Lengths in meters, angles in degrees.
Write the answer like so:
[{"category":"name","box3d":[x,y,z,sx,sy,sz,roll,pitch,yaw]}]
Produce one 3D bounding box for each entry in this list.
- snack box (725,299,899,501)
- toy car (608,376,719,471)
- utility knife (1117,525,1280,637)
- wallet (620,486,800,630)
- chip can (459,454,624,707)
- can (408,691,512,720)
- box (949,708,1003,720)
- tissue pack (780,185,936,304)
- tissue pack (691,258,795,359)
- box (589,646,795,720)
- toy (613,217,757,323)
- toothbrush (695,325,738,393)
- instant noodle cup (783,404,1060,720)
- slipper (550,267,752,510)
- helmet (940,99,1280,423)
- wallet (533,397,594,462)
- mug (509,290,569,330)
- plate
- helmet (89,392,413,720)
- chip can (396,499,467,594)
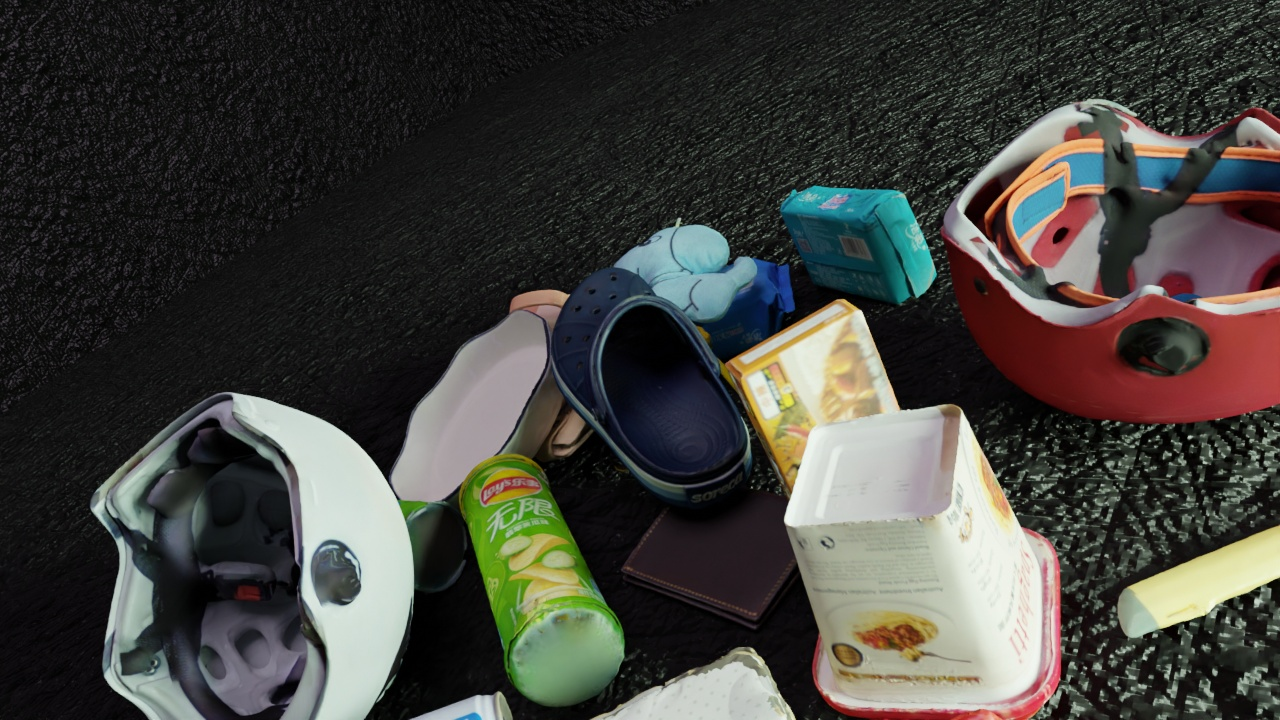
[{"category":"snack box","box3d":[0.111,0.048,0.517,0.075,0.154,0.026,-29,25,-3]},{"category":"toy car","box3d":[0.020,0.043,0.744,0.071,0.041,0.155,-14,26,25]},{"category":"utility knife","box3d":[0.297,0.088,0.423,0.167,0.018,0.031,-27,30,5]},{"category":"wallet","box3d":[0.055,0.120,0.595,0.122,0.020,0.096,6,45,48]},{"category":"chip can","box3d":[-0.073,0.139,0.620,0.072,0.072,0.221,-31,26,-7]},{"category":"can","box3d":[-0.135,0.230,0.507,0.134,0.053,0.053,-18,25,-6]},{"category":"box","box3d":[0.085,0.233,0.325,0.201,0.059,0.161,-28,37,-3]},{"category":"tissue pack","box3d":[0.185,-0.104,0.799,0.050,0.093,0.133,-40,29,-16]},{"category":"tissue pack","box3d":[0.068,-0.038,0.838,0.157,0.052,0.094,-21,28,13]},{"category":"box","box3d":[-0.004,0.215,0.428,0.184,0.062,0.089,-28,25,3]},{"category":"toy","box3d":[0.035,-0.082,0.829,0.162,0.050,0.155,-9,37,30]},{"category":"toothbrush","box3d":[0.083,0.024,0.695,0.015,0.017,0.190,-19,37,-17]},{"category":"instant noodle cup","box3d":[0.131,0.096,0.443,0.117,0.124,0.116,-11,30,31]},{"category":"slipper","box3d":[-0.004,0.004,0.675,0.105,0.095,0.252,-21,42,-11]},{"category":"helmet","box3d":[0.302,-0.042,0.523,0.240,0.144,0.206,15,47,36]},{"category":"wallet","box3d":[-0.059,0.050,0.784,0.087,0.024,0.115,-55,17,-19]},{"category":"mug","box3d":[-0.073,-0.032,0.894,0.106,0.114,0.081,-10,56,27]},{"category":"plate","box3d":[-0.140,0.050,0.816,0.205,0.045,0.204,-34,34,27]},{"category":"helmet","box3d":[-0.244,0.153,0.628,0.230,0.258,0.145,-31,-17,28]},{"category":"chip can","box3d":[-0.246,0.149,0.770,0.237,0.072,0.072,-4,34,39]}]
